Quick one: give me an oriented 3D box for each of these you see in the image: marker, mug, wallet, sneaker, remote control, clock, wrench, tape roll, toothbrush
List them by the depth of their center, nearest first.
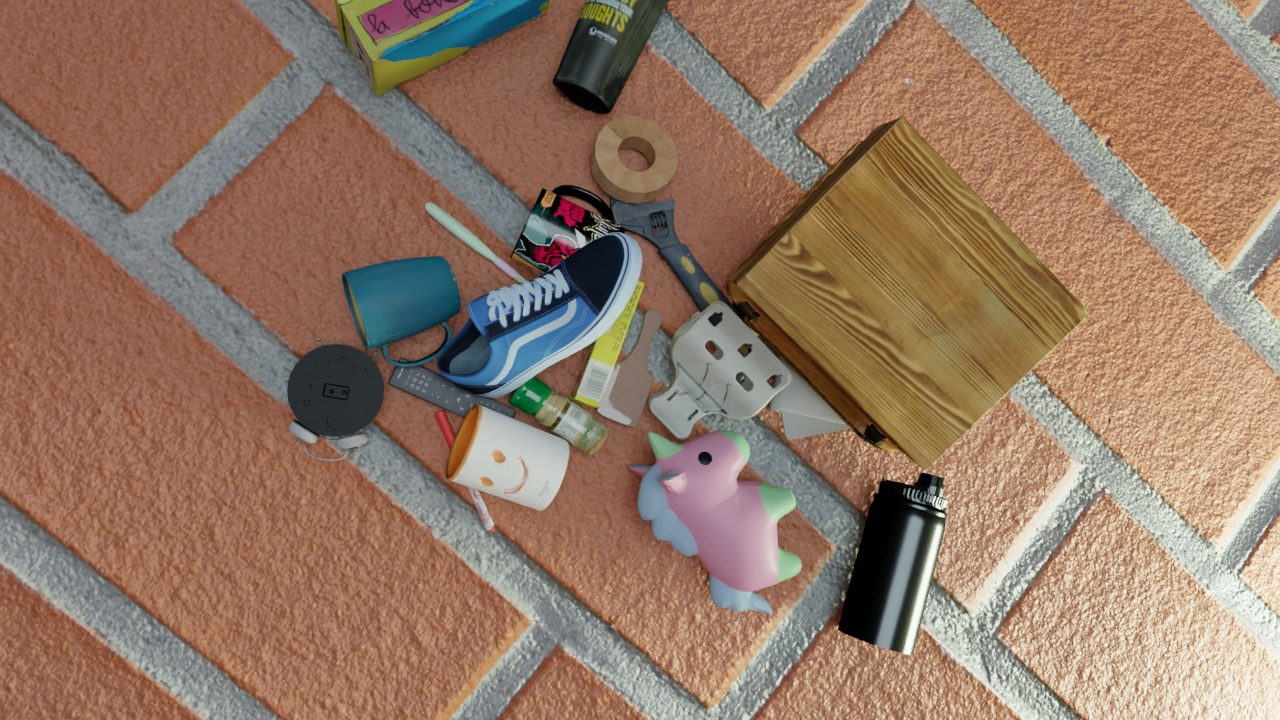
[{"bbox_3d":[-0.108,-0.046,0.912,0.242,0.098,0.083,-38,59,20],"label":"sneaker"},{"bbox_3d":[-0.316,0.042,0.950,0.094,0.035,0.122,11,86,-12],"label":"clock"},{"bbox_3d":[-0.240,-0.051,0.950,0.104,0.084,0.112,-19,104,-21],"label":"mug"},{"bbox_3d":[-0.138,0.102,0.956,0.105,0.082,0.082,23,83,-19],"label":"mug"},{"bbox_3d":[-0.201,0.039,0.985,0.136,0.015,0.032,26,82,-13],"label":"remote control"},{"bbox_3d":[-0.187,0.120,0.986,0.012,0.013,0.142,-24,93,-12],"label":"marker"},{"bbox_3d":[-0.073,-0.140,0.995,0.098,0.082,0.117,25,55,-10],"label":"mug"},{"bbox_3d":[-0.170,-0.121,0.998,0.154,0.015,0.022,38,46,-9],"label":"toothbrush"},{"bbox_3d":[-0.007,-0.224,1.022,0.094,0.027,0.094,4,74,-13],"label":"tape roll"},{"bbox_3d":[0.057,-0.097,1.043,0.073,0.022,0.273,-38,95,-12],"label":"wrench"},{"bbox_3d":[0.211,0.041,1.064,0.118,0.037,0.115,12,85,-8],"label":"wallet"}]

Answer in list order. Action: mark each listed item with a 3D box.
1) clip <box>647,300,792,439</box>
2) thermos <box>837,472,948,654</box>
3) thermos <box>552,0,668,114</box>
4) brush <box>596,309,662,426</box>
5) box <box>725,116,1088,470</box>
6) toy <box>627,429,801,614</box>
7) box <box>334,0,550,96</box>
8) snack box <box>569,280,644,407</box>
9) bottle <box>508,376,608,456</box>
[{"bbox_3d":[0.077,0.019,1.031,0.152,0.101,0.126,-42,95,21],"label":"clip"},{"bbox_3d":[0.293,0.223,1.048,0.086,0.086,0.198,18,84,-11],"label":"thermos"},{"bbox_3d":[-0.018,-0.385,1.007,0.098,0.098,0.220,24,86,-10],"label":"thermos"},{"bbox_3d":[-0.006,0.006,1.031,0.050,0.015,0.135,23,77,-10],"label":"brush"},{"bbox_3d":[0.260,-0.063,0.983,0.279,0.192,0.251,44,94,-8],"label":"box"},{"bbox_3d":[0.082,0.179,0.998,0.171,0.120,0.222,-7,93,-18],"label":"toy"},{"bbox_3d":[-0.197,-0.370,0.950,0.220,0.124,0.079,-32,97,-10],"label":"box"},{"bbox_3d":[-0.037,-0.021,1.010,0.029,0.040,0.148,21,83,-12],"label":"snack box"},{"bbox_3d":[-0.088,0.059,0.995,0.111,0.043,0.043,35,81,-10],"label":"bottle"}]
